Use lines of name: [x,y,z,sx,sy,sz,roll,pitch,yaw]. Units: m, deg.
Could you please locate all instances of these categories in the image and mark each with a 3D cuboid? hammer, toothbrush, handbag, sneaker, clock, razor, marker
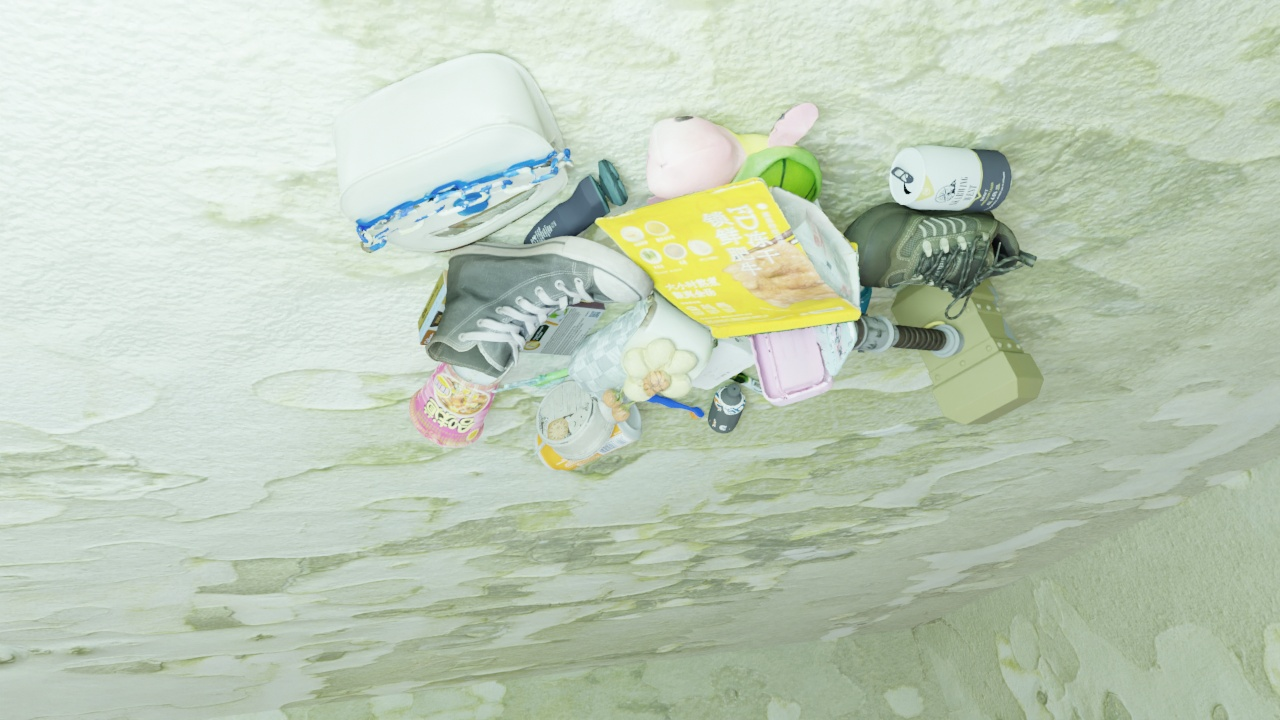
hammer: [0.325,-0.025,1.065,0.324,0.190,0.101,2,149,-46]
toothbrush: [0.034,0.061,1.333,0.018,0.016,0.182,-27,149,34]
handbag: [-0.153,-0.153,0.800,0.201,0.093,0.199,-20,158,12]
sneaker: [-0.100,-0.048,0.880,0.235,0.119,0.095,4,159,24]
clock: [-0.074,0.068,1.210,0.157,0.103,0.061,-21,144,24]
razor: [-0.067,-0.142,0.901,0.143,0.047,0.052,-32,171,35]
marker: [0.172,0.038,1.349,0.017,0.017,0.146,-29,148,27]
handbag: [-0.007,0.006,1.097,0.112,0.123,0.172,33,133,-28]
sneaker: [0.323,-0.098,0.972,0.237,0.143,0.101,-15,134,-31]

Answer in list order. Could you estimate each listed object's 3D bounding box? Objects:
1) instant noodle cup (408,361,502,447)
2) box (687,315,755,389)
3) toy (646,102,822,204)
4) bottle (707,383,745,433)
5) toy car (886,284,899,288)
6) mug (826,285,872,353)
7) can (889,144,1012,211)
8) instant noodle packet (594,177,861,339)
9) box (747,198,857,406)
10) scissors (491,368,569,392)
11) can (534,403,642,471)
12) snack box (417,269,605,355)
instant noodle cup: [-0.217,0.035,1.111,0.097,0.097,0.109,6,138,-32]
box: [0.080,-0.020,1.185,0.103,0.076,0.107,-31,145,33]
toy: [0.093,-0.169,0.870,0.191,0.087,0.237,-22,158,31]
bottle: [0.128,0.068,1.353,0.047,0.047,0.113,-8,151,-10]
toy car: [0.318,-0.130,1.090,0.048,0.033,0.106,8,133,-39]
mug: [0.245,-0.070,1.134,0.112,0.084,0.104,-31,156,-32]
can: [0.317,-0.188,0.951,0.127,0.064,0.064,-1,150,-21]
instant noodle packet: [0.085,-0.099,0.830,0.163,0.084,0.221,-5,160,33]
box: [0.173,-0.061,0.974,0.073,0.201,0.150,18,139,-34]
scissors: [-0.123,0.022,1.131,0.078,0.032,0.175,-21,180,21]
can: [-0.073,0.100,1.291,0.143,0.079,0.079,-27,149,23]
snack box: [-0.146,-0.051,1.039,0.185,0.031,0.101,4,147,-29]
